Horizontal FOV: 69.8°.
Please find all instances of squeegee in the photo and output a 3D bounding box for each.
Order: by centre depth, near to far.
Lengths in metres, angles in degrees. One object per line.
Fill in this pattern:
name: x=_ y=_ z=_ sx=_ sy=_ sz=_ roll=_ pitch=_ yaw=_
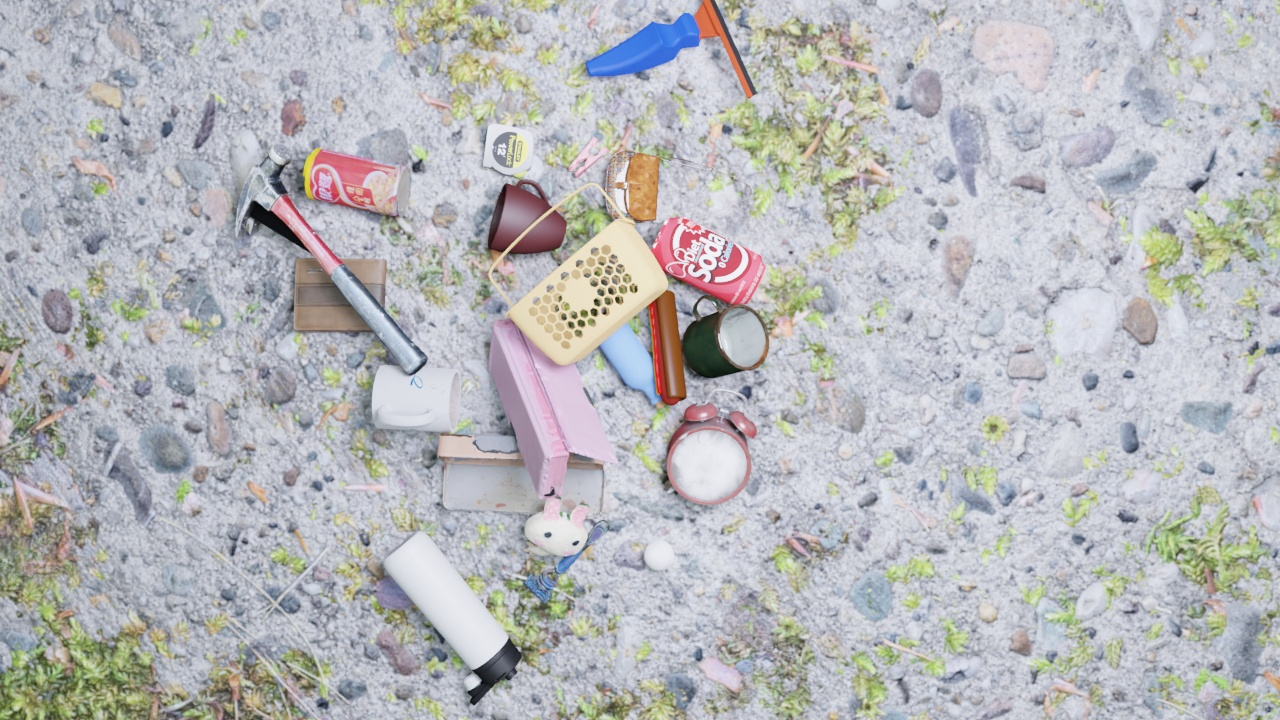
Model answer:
squeegee: x=0.018 y=-0.408 z=1.188 sx=0.185 sy=0.055 sz=0.249 roll=-21 pitch=75 yaw=1

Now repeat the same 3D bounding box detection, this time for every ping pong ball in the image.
ping pong ball: x=0.025 y=0.261 z=1.227 sx=0.040 sy=0.040 sz=0.040 roll=0 pitch=93 yaw=-1

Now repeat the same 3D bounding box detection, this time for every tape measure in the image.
tape measure: x=-0.175 y=-0.276 z=1.211 sx=0.065 sy=0.017 sz=0.064 roll=8 pitch=93 yaw=-1

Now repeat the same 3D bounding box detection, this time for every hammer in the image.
hammer: x=-0.390 y=-0.108 z=1.165 sx=0.326 sy=0.036 sz=0.141 roll=49 pitch=121 yaw=2

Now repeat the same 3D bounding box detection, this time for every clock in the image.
clock: x=0.095 y=0.110 z=1.207 sx=0.110 sy=0.061 sz=0.157 roll=16 pitch=106 yaw=-2

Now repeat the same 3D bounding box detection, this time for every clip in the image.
clip: x=-0.072 y=-0.271 z=1.211 sx=0.060 sy=0.023 sz=0.044 roll=-25 pitch=88 yaw=-1

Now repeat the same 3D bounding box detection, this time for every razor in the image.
razor: x=-0.095 y=0.266 z=1.238 sx=0.141 sy=0.018 sz=0.044 roll=-45 pitch=92 yaw=2

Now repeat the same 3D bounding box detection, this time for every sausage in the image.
sausage: x=0.034 y=-0.018 z=1.196 sx=0.040 sy=0.040 sz=0.155 roll=-6 pitch=77 yaw=0

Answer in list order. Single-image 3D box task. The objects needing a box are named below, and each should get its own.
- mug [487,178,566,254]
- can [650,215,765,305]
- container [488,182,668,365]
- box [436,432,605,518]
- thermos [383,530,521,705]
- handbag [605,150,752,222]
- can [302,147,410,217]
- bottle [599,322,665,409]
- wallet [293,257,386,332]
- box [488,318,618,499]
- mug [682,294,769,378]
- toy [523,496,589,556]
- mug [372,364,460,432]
mug: x=-0.142 y=-0.187 z=1.194 sx=0.088 sy=0.087 sz=0.113 roll=14 pitch=61 yaw=-18
can: x=0.086 y=-0.129 z=1.191 sx=0.142 sy=0.074 sz=0.074 roll=26 pitch=92 yaw=-2
container: x=-0.080 y=-0.106 z=1.131 sx=0.183 sy=0.129 sz=0.167 roll=-38 pitch=87 yaw=11
box: x=-0.155 y=0.152 z=1.201 sx=0.217 sy=0.115 sz=0.095 roll=2 pitch=72 yaw=-1
thermos: x=-0.257 y=0.343 z=1.220 sx=0.101 sy=0.068 sz=0.230 roll=-38 pitch=94 yaw=14
handbag: x=0.052 y=-0.224 z=1.207 sx=0.195 sy=0.043 sz=0.093 roll=3 pitch=95 yaw=-4
can: x=-0.364 y=-0.230 z=1.187 sx=0.124 sy=0.066 sz=0.066 roll=12 pitch=92 yaw=-1
bottle: x=-0.007 y=0.007 z=1.211 sx=0.048 sy=0.048 sz=0.131 roll=-35 pitch=93 yaw=1
wallet: x=-0.398 y=-0.086 z=1.216 sx=0.121 sy=0.027 sz=0.098 roll=1 pitch=88 yaw=1
box: x=-0.107 y=0.051 z=1.144 sx=0.106 sy=0.232 sz=0.100 roll=-7 pitch=136 yaw=-24
mug: x=0.100 y=-0.033 z=1.178 sx=0.084 sy=0.081 sz=0.111 roll=-42 pitch=104 yaw=-34
toy: x=-0.113 y=0.228 z=1.208 sx=0.087 sy=0.050 sz=0.112 roll=26 pitch=106 yaw=-26
mug: x=-0.289 y=0.056 z=1.176 sx=0.096 sy=0.119 sz=0.083 roll=3 pitch=110 yaw=-1
